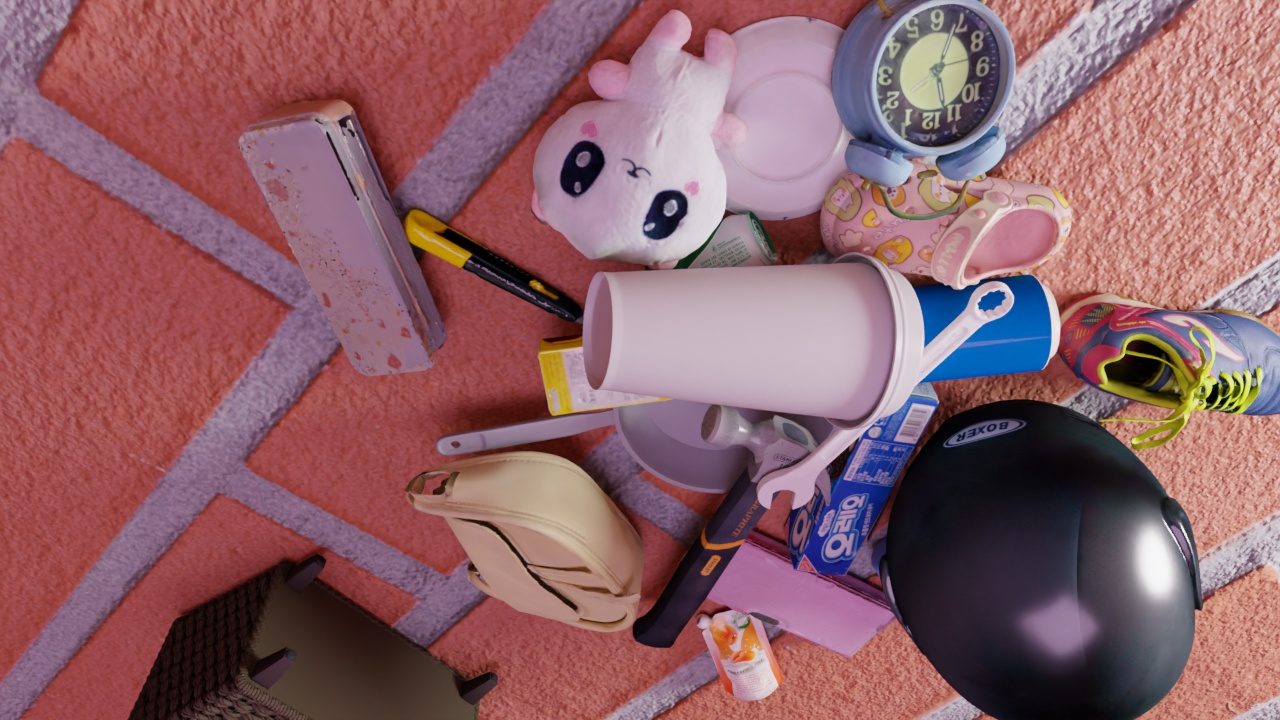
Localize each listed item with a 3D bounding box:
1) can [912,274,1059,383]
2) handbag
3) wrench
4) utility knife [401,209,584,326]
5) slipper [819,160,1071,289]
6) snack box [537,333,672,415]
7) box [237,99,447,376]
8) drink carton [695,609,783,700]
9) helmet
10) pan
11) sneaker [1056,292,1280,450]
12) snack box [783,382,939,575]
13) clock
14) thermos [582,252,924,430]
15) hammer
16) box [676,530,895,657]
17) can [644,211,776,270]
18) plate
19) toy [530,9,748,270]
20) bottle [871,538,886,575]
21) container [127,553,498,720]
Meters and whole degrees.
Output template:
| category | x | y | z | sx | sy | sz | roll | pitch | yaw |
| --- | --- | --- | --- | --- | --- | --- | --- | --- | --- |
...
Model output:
| category | x | y | z | sx | sy | sz | roll | pitch | yaw |
| --- | --- | --- | --- | --- | --- | --- | --- | --- | --- |
| can | 0.254 | -0.024 | 0.746 | 0.146 | 0.078 | 0.079 | -6 | 125 | 3 |
| handbag | -0.095 | 0.173 | 0.845 | 0.191 | 0.088 | 0.233 | -3 | 141 | 10 |
| wrench | 0.188 | 0.037 | 0.733 | 0.047 | 0.009 | 0.274 | 26 | 123 | -23 |
| utility knife | -0.095 | -0.062 | 0.747 | 0.213 | 0.028 | 0.020 | 28 | 125 | -21 |
| slipper | 0.236 | -0.090 | 0.696 | 0.197 | 0.081 | 0.093 | 4 | 134 | -8 |
| snack box | -0.004 | 0.004 | 0.742 | 0.149 | 0.025 | 0.061 | -7 | 118 | 2 |
| box | -0.218 | -0.088 | 0.699 | 0.081 | 0.062 | 0.216 | 2 | 128 | 25 |
| drink carton | 0.110 | 0.320 | 1.016 | 0.069 | 0.038 | 0.122 | -16 | 118 | 9 |
| helmet | 0.350 | 0.201 | 0.798 | 0.250 | 0.235 | 0.316 | -19 | 126 | 23 |
| pan | -0.001 | 0.044 | 0.806 | 0.357 | 0.050 | 0.201 | -6 | 125 | 3 |
| sneaker | 0.465 | 0.017 | 0.771 | 0.241 | 0.091 | 0.116 | 12 | 121 | -10 |
| snack box | 0.198 | 0.103 | 0.848 | 0.059 | 0.059 | 0.227 | 8 | 125 | -11 |
| clock | 0.196 | -0.178 | 0.632 | 0.118 | 0.060 | 0.162 | -10 | 111 | -4 |
| thermos | 0.076 | -0.017 | 0.659 | 0.221 | 0.131 | 0.132 | 2 | 126 | -17 |
| hammer | 0.065 | 0.173 | 0.864 | 0.139 | 0.035 | 0.313 | 17 | 126 | -16 |
| box | 0.154 | 0.239 | 0.954 | 0.232 | 0.037 | 0.098 | 29 | 121 | -19 |
| can | 0.052 | -0.074 | 0.721 | 0.101 | 0.053 | 0.053 | -27 | 121 | 21 |
| plate | 0.106 | -0.173 | 0.679 | 0.157 | 0.014 | 0.157 | -1 | 125 | -1 |
| toy | 0.006 | -0.151 | 0.645 | 0.139 | 0.101 | 0.180 | 26 | 113 | -5 |
| bottle | 0.287 | 0.237 | 0.948 | 0.048 | 0.048 | 0.131 | -28 | 121 | 17 |
| container | -0.316 | 0.366 | 0.957 | 0.205 | 0.176 | 0.321 | -36 | 118 | 18 |
